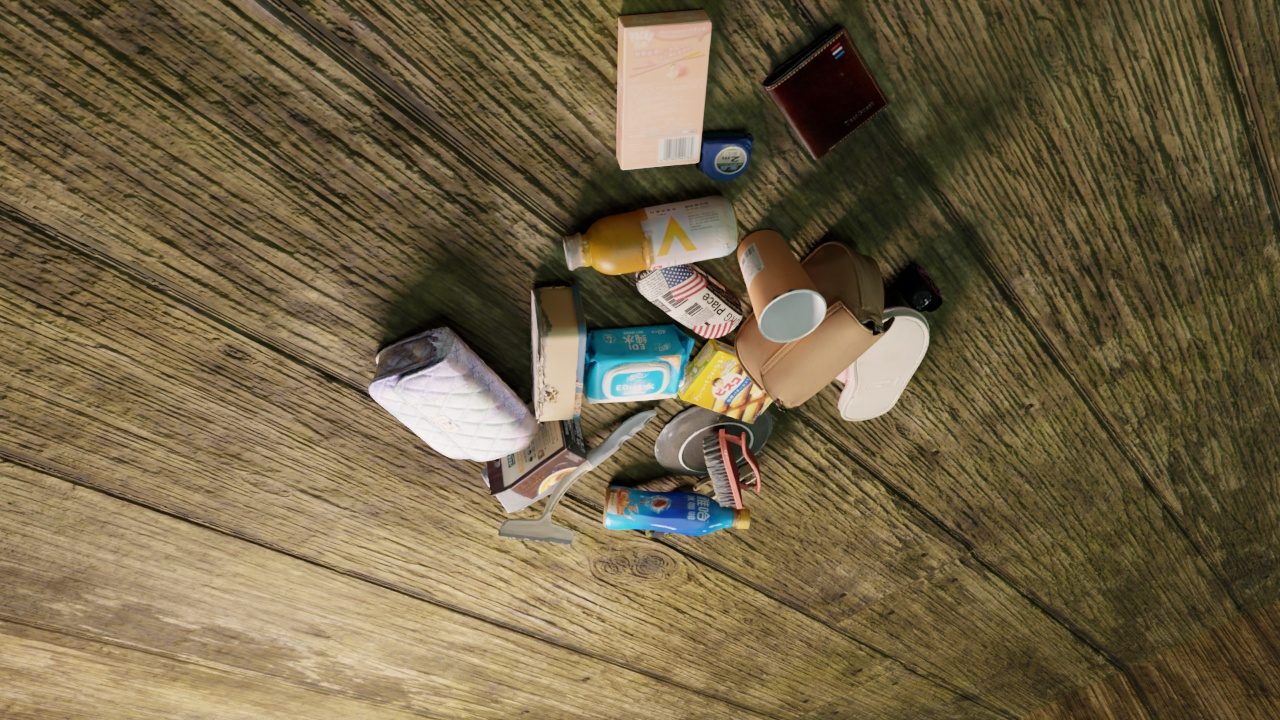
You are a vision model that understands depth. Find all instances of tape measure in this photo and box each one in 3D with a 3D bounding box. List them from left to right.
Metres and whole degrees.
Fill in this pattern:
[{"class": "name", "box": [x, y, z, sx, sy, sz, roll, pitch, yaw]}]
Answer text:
[{"class": "tape measure", "box": [0.088, -0.218, 0.970, 0.058, 0.025, 0.055, -3, 138, -9]}, {"class": "tape measure", "box": [0.351, -0.089, 1.165, 0.039, 0.058, 0.057, -40, 156, 26]}]

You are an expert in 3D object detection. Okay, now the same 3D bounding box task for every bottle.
[{"class": "bottle", "box": [0.011, -0.134, 1.004, 0.189, 0.068, 0.068, -11, 138, -5]}, {"class": "bottle", "box": [0.054, 0.228, 1.371, 0.218, 0.065, 0.065, 6, 136, -2]}]

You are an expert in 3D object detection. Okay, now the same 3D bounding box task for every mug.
[{"class": "mug", "box": [0.155, -0.091, 1.054, 0.078, 0.122, 0.078, -9, 138, -9]}]

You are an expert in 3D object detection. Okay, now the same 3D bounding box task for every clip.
[{"class": "clip", "box": [0.136, 0.203, 1.431, 0.103, 0.035, 0.092, -17, 135, -10]}]

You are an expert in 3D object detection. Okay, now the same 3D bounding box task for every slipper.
[{"class": "slipper", "box": [0.320, 0.000, 1.251, 0.114, 0.054, 0.275, -11, 148, -1]}]

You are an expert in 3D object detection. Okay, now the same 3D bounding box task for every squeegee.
[{"class": "squeegee", "box": [-0.072, 0.150, 1.273, 0.246, 0.039, 0.246, -47, 158, 3]}]

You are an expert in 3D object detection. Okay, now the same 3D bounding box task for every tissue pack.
[{"class": "tissue pack", "box": [-0.007, 0.007, 1.152, 0.140, 0.063, 0.090, -4, 137, -13]}]

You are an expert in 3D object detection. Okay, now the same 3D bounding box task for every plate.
[{"class": "plate", "box": [0.109, 0.121, 1.340, 0.179, 0.024, 0.180, -8, 137, -8]}]

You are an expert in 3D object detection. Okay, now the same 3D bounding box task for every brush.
[{"class": "brush", "box": [0.133, 0.149, 1.314, 0.069, 0.063, 0.146, -10, 138, 9]}]

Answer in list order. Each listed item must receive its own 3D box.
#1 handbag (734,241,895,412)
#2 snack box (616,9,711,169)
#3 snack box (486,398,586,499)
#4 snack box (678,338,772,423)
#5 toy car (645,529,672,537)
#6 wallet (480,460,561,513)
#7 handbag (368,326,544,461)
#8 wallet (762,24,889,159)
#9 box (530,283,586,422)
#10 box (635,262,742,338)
[{"class": "handbag", "box": [0.213, -0.038, 1.109, 0.099, 0.147, 0.205, 20, 131, -31]}, {"class": "snack box", "box": [0.020, -0.262, 0.900, 0.084, 0.026, 0.158, -7, 137, -9]}, {"class": "snack box", "box": [-0.138, 0.108, 1.183, 0.126, 0.113, 0.053, -37, 134, 22]}, {"class": "snack box", "box": [0.124, 0.029, 1.231, 0.140, 0.033, 0.087, 22, 117, -34]}, {"class": "toy car", "box": [0.039, 0.248, 1.445, 0.043, 0.036, 0.091, 8, 132, -26]}, {"class": "wallet", "box": [-0.147, 0.154, 1.285, 0.129, 0.037, 0.107, -27, 139, -5]}, {"class": "handbag", "box": [-0.224, 0.050, 1.109, 0.134, 0.075, 0.194, -18, 139, 22]}, {"class": "wallet", "box": [0.193, -0.274, 0.948, 0.096, 0.020, 0.122, -33, 138, 18]}, {"class": "box", "box": [-0.099, -0.010, 1.087, 0.059, 0.089, 0.185, -3, 141, -12]}, {"class": "box", "box": [0.060, -0.080, 1.102, 0.071, 0.057, 0.164, -49, 132, 9]}]
